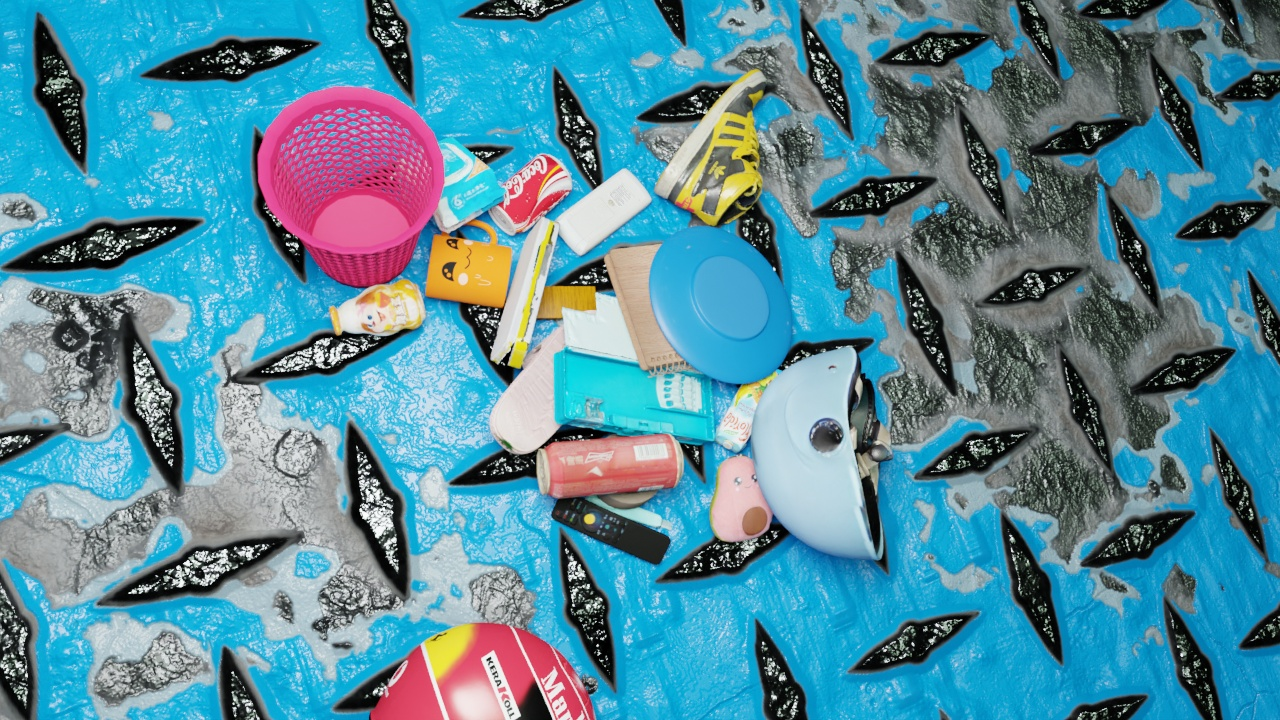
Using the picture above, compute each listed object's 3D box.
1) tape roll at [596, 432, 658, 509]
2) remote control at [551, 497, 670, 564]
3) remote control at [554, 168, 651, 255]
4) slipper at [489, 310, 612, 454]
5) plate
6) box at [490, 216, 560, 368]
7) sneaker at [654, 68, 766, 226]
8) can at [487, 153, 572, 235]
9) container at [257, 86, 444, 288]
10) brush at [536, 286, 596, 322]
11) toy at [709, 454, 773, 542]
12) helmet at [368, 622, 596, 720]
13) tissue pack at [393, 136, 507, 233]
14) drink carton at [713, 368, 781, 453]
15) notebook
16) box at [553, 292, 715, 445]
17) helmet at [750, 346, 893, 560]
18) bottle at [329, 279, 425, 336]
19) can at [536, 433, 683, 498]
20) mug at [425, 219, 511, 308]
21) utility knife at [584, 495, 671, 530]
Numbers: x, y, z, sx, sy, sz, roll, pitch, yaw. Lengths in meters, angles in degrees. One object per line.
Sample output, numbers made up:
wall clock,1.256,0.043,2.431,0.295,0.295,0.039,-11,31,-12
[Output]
tape roll,-0.018,0.138,1.154,0.093,0.030,0.093,6,66,-14
remote control,-0.037,0.208,1.148,0.152,0.020,0.041,25,97,-7
remote control,-0.050,-0.200,1.230,0.138,0.025,0.060,-40,90,-20
slipper,-0.107,0.024,1.141,0.094,0.065,0.238,52,55,-14
plate,0.114,-0.079,1.198,0.224,0.024,0.224,12,64,-26
box,-0.141,-0.088,1.133,0.044,0.066,0.209,17,55,-10
sneaker,0.133,-0.287,1.261,0.122,0.086,0.238,38,76,2
can,-0.144,-0.215,1.189,0.064,0.064,0.104,46,72,-1
container,-0.323,-0.175,1.050,0.183,0.226,0.183,3,77,-14
brush,-0.078,-0.074,1.200,0.126,0.017,0.048,-1,79,-14
toy,0.126,0.177,1.180,0.090,0.051,0.110,-4,78,-19
helmet,-0.156,0.416,0.985,0.224,0.198,0.271,-21,92,-17
tissue pack,-0.242,-0.222,1.145,0.092,0.062,0.144,-35,49,-18
drink carton,0.142,0.062,1.214,0.044,0.039,0.128,29,72,3
notebook,0.068,-0.074,1.199,0.210,0.022,0.169,-11,77,-34
box,-0.005,0.005,1.155,0.226,0.039,0.181,12,65,-33
helmet,0.226,0.123,1.140,0.167,0.225,0.265,-15,58,18
bottle,-0.319,-0.060,1.113,0.108,0.063,0.063,-15,82,-17
can,-0.036,0.126,1.097,0.170,0.067,0.067,-3,79,-17
mug,-0.213,-0.126,1.149,0.096,0.078,0.112,8,66,-12
utility knife,-0.014,0.192,1.161,0.120,0.015,0.022,21,94,-9
